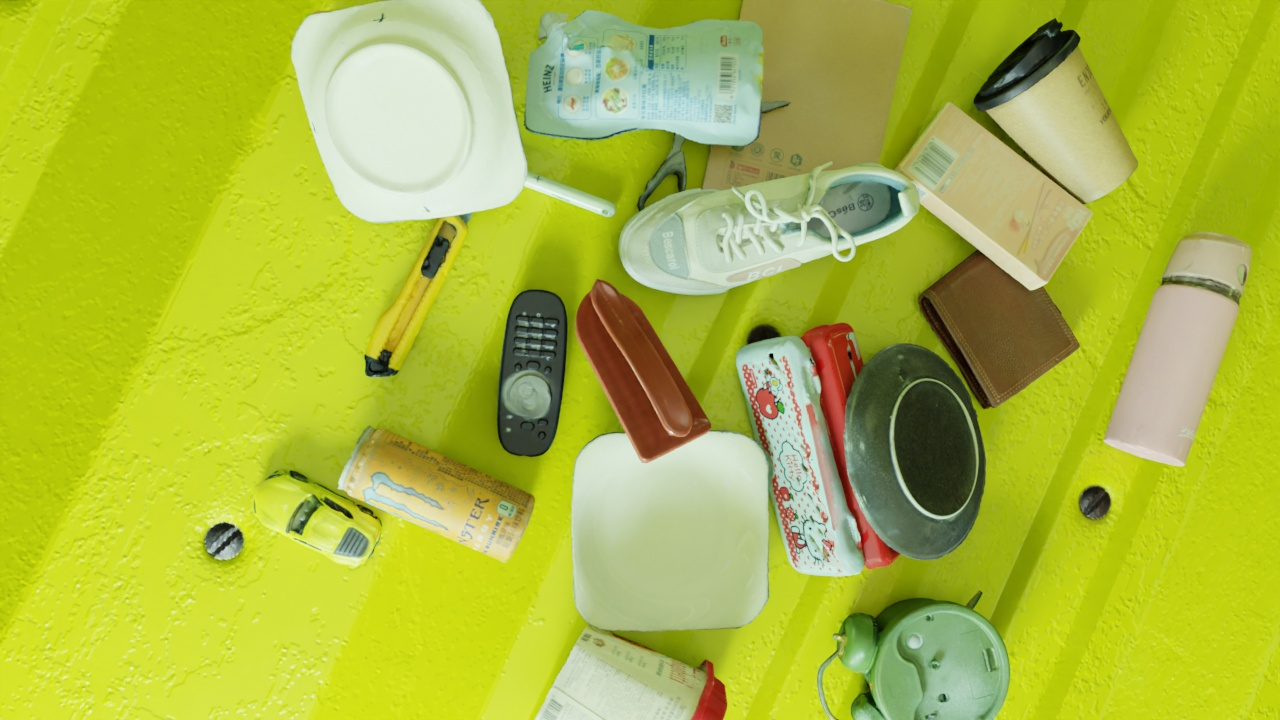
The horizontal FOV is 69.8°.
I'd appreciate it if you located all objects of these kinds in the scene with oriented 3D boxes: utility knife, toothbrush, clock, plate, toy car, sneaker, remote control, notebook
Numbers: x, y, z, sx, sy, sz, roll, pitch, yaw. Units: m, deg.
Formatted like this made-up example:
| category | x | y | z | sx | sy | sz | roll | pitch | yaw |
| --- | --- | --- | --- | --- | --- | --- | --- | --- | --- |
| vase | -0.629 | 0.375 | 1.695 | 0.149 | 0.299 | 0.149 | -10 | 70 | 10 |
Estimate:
| category | x | y | z | sx | sy | sz | roll | pitch | yaw |
| --- | --- | --- | --- | --- | --- | --- | --- | --- | --- |
| utility knife | -0.167 | -0.084 | 0.738 | 0.033 | 0.015 | 0.223 | 27 | 92 | -9 |
| toothbrush | -0.110 | -0.153 | 0.753 | 0.189 | 0.029 | 0.020 | 18 | 46 | -7 |
| clock | 0.227 | 0.260 | 0.770 | 0.161 | 0.056 | 0.116 | -13 | 91 | -7 |
| plate | 0.024 | 0.138 | 0.758 | 0.163 | 0.034 | 0.164 | 1 | 90 | -7 |
| plate | 0.233 | 0.072 | 0.745 | 0.179 | 0.024 | 0.179 | 7 | 77 | -34 |
| toy car | -0.258 | 0.126 | 0.728 | 0.105 | 0.032 | 0.048 | 29 | 87 | -4 |
| sneaker | 0.105 | -0.103 | 0.731 | 0.242 | 0.090 | 0.089 | -14 | 105 | -4 |
| remote control | -0.089 | 0.010 | 0.751 | 0.053 | 0.024 | 0.136 | 6 | 90 | -8 |
| plate | -0.175 | -0.181 | 0.685 | 0.164 | 0.034 | 0.164 | -7 | 115 | 10 |
| notebook | 0.143 | -0.220 | 0.787 | 0.148 | 0.008 | 0.207 | 12 | 88 | -7 |

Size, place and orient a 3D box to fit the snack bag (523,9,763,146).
| category | x | y | z | sx | sy | sz | roll | pitch | yaw |
| --- | --- | --- | --- | --- | --- | --- | --- | --- | --- |
| snack bag | 0.003 | -0.229 | 0.744 | 0.191 | 0.039 | 0.110 | 2 | 89 | -1 |

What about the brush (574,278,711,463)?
| category | x | y | z | sx | sy | sz | roll | pitch | yaw |
| --- | --- | --- | --- | --- | --- | --- | --- | --- | --- |
| brush | -0.004 | 0.004 | 0.723 | 0.063 | 0.069 | 0.145 | -25 | 75 | -17 |

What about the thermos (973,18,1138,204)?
| category | x | y | z | sx | sy | sz | roll | pitch | yaw |
| --- | --- | --- | --- | --- | --- | --- | --- | --- | --- |
| thermos | 0.352 | -0.206 | 0.773 | 0.093 | 0.093 | 0.143 | -43 | 101 | -5 |

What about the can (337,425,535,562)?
| category | x | y | z | sx | sy | sz | roll | pitch | yaw |
| --- | --- | --- | --- | --- | --- | --- | --- | --- | --- |
| can | -0.159 | 0.105 | 0.726 | 0.146 | 0.058 | 0.058 | 25 | 87 | -6 |

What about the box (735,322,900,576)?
| category | x | y | z | sx | sy | sz | roll | pitch | yaw |
| --- | --- | --- | --- | --- | --- | --- | --- | --- | --- |
| box | 0.144 | 0.076 | 0.764 | 0.101 | 0.095 | 0.201 | -15 | 91 | 32 |

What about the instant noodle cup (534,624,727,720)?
| category | x | y | z | sx | sy | sz | roll | pitch | yaw |
| --- | --- | --- | --- | --- | --- | --- | --- | --- | --- |
| instant noodle cup | -0.009 | 0.274 | 0.721 | 0.124 | 0.116 | 0.116 | 28 | 86 | 5 |

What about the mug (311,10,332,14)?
| category | x | y | z | sx | sy | sz | roll | pitch | yaw |
| --- | --- | --- | --- | --- | --- | --- | --- | --- | --- |
| mug | -0.194 | -0.236 | 0.719 | 0.123 | 0.078 | 0.078 | 7 | 89 | -1 |

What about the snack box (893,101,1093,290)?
| category | x | y | z | sx | sy | sz | roll | pitch | yaw |
| --- | --- | --- | --- | --- | --- | --- | --- | --- | --- |
| snack box | 0.298 | -0.140 | 0.780 | 0.157 | 0.026 | 0.084 | 39 | 75 | 1 |

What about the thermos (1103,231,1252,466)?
| category | x | y | z | sx | sy | sz | roll | pitch | yaw |
| --- | --- | --- | --- | --- | --- | --- | --- | --- | --- |
| thermos | 0.474 | -0.009 | 0.800 | 0.087 | 0.067 | 0.198 | 24 | 85 | -37 |

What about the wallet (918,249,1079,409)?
| category | x | y | z | sx | sy | sz | roll | pitch | yaw |
| --- | --- | --- | --- | --- | --- | --- | --- | --- | --- |
| wallet | 0.310 | -0.034 | 0.795 | 0.101 | 0.032 | 0.124 | -34 | 94 | -9 |

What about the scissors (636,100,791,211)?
| category | x | y | z | sx | sy | sz | roll | pitch | yaw |
| --- | --- | --- | --- | --- | --- | --- | --- | --- | --- |
| scissors | 0.037 | -0.196 | 0.767 | 0.181 | 0.014 | 0.159 | 2 | 89 | -2 |
